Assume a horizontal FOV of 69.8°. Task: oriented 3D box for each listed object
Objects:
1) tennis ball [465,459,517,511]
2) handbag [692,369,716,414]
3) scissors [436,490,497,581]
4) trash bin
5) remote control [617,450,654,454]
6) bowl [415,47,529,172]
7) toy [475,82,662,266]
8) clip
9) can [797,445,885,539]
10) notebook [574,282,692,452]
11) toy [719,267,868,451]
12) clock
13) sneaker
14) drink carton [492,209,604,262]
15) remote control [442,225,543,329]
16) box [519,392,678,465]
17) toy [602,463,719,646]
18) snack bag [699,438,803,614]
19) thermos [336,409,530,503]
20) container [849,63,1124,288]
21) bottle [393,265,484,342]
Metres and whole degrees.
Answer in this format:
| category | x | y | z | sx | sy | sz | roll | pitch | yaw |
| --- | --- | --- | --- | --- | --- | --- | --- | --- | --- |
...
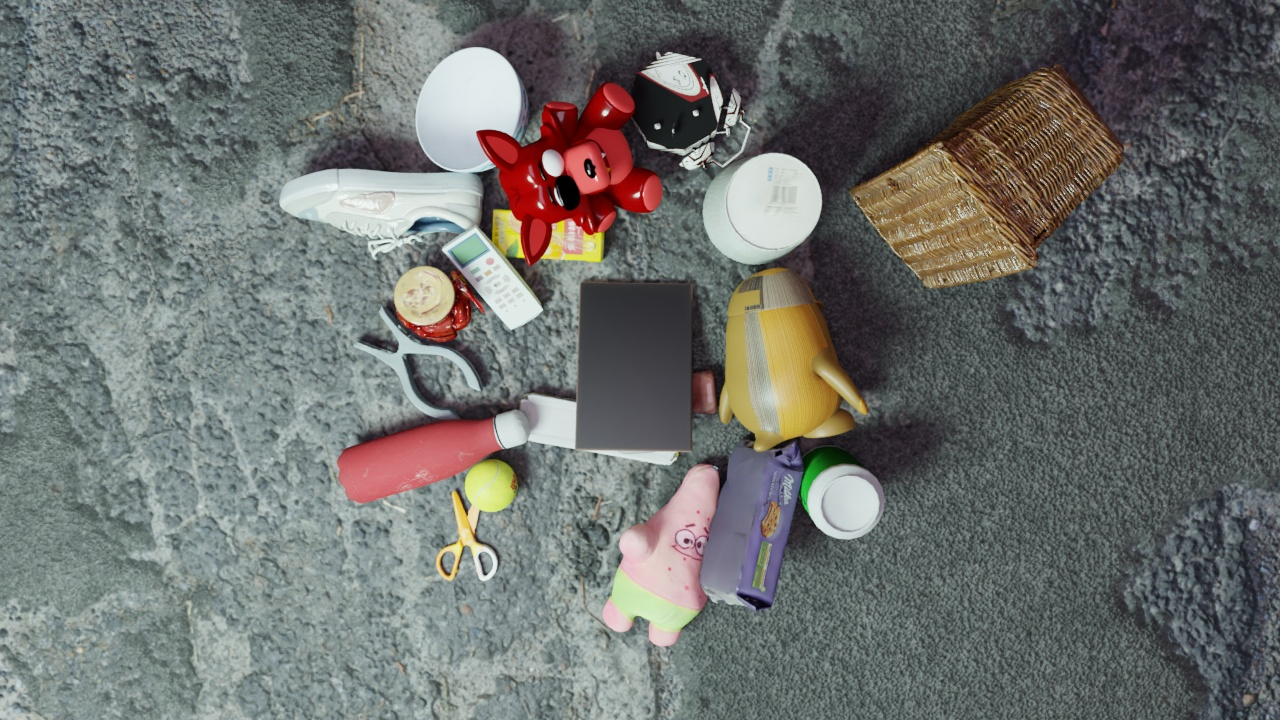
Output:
| category | x | y | z | sx | sy | sz | roll | pitch | yaw |
| --- | --- | --- | --- | --- | --- | --- | --- | --- | --- |
| tennis ball | -0.186 | 0.156 | 1.147 | 0.065 | 0.065 | 0.065 | 0 | 96 | 0 |
| handbag | 0.035 | 0.044 | 1.154 | 0.120 | 0.029 | 0.055 | -5 | 92 | 6 |
| scissors | -0.214 | 0.227 | 1.182 | 0.097 | 0.012 | 0.133 | 17 | 98 | -2 |
| trash bin | 0.143 | -0.177 | 1.057 | 0.133 | 0.161 | 0.133 | 0 | 96 | 1 |
| remote control | -0.005 | 0.039 | 1.134 | 0.074 | 0.019 | 0.151 | -4 | 80 | 0 |
| bowl | -0.184 | -0.285 | 1.083 | 0.144 | 0.074 | 0.144 | -2 | 85 | 24 |
| toy | -0.078 | -0.214 | 1.039 | 0.196 | 0.121 | 0.158 | -33 | 111 | -39 |
| clip | -0.263 | -0.012 | 1.150 | 0.167 | 0.028 | 0.127 | 41 | 94 | -5 |
| can | 0.236 | 0.156 | 1.105 | 0.088 | 0.140 | 0.088 | 0 | 96 | 0 |
| notebook | -0.007 | 0.007 | 1.125 | 0.141 | 0.008 | 0.209 | 1 | 79 | 1 |
| toy | 0.170 | -0.009 | 1.096 | 0.199 | 0.162 | 0.203 | -8 | 95 | 41 |
| clock | 0.059 | -0.293 | 1.089 | 0.154 | 0.065 | 0.115 | 35 | 94 | 1 |
| sneaker | -0.309 | -0.172 | 1.097 | 0.242 | 0.089 | 0.090 | -1 | 81 | -3 |
| drink carton | -0.112 | -0.152 | 1.123 | 0.134 | 0.043 | 0.058 | 3 | 95 | 0 |
| remote control | -0.176 | -0.100 | 1.112 | 0.050 | 0.024 | 0.143 | -30 | 124 | 11 |
| box | -0.052 | 0.087 | 1.156 | 0.209 | 0.033 | 0.064 | 10 | 94 | -1 |
| toy | 0.045 | 0.240 | 1.142 | 0.192 | 0.097 | 0.236 | 26 | 85 | -33 |
| snack bag | 0.131 | 0.193 | 1.105 | 0.058 | 0.097 | 0.205 | 23 | 74 | -31 |
| thermos | -0.251 | 0.112 | 1.132 | 0.240 | 0.073 | 0.073 | -17 | 96 | 7 |
| container | 0.385 | -0.203 | 1.021 | 0.183 | 0.250 | 0.162 | -41 | 94 | -5 |
| bottle | -0.242 | -0.071 | 1.099 | 0.099 | 0.111 | 0.099 | 0 | 82 | -3 |
